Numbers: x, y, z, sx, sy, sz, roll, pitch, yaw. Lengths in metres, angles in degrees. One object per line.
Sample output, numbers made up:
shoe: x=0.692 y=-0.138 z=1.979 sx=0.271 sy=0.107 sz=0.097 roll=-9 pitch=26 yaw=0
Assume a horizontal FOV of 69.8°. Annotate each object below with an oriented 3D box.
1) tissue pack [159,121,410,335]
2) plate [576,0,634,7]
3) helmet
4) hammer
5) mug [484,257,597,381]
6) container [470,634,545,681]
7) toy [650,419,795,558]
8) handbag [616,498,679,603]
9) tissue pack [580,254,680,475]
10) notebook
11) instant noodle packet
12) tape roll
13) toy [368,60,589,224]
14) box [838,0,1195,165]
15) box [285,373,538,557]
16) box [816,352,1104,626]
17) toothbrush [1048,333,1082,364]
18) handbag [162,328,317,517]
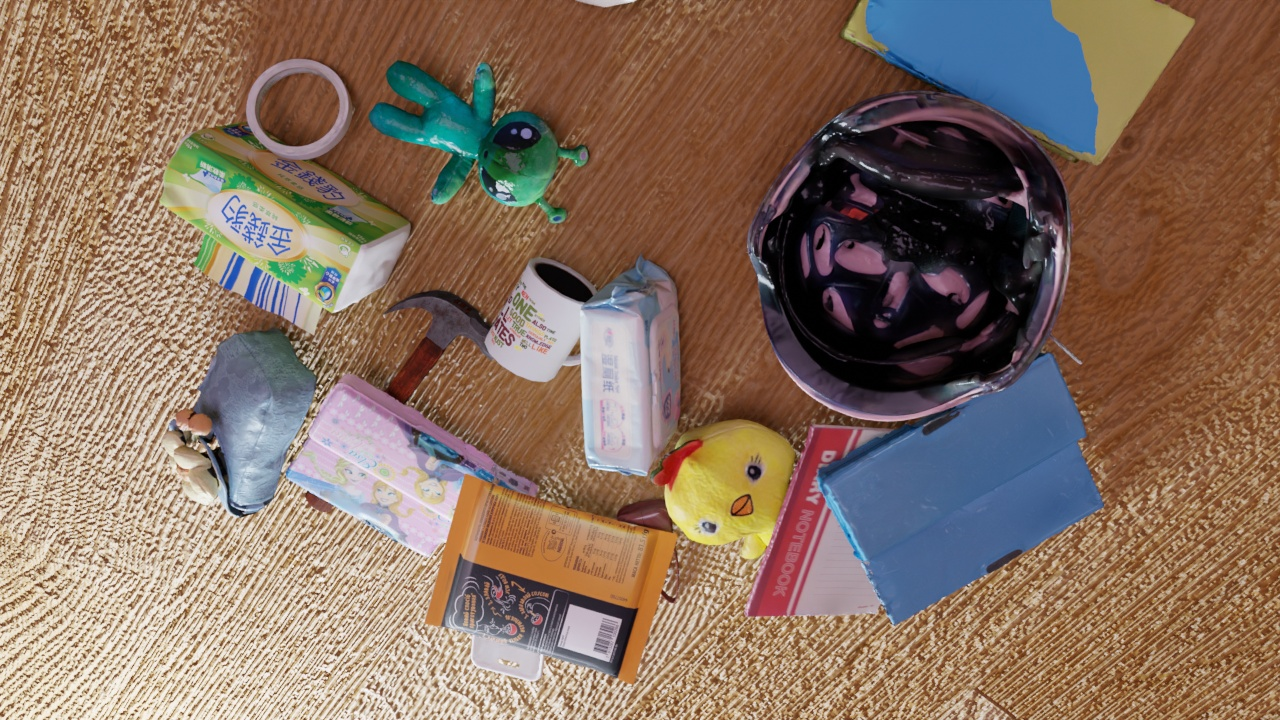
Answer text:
tissue pack: x=-0.340 y=-0.111 z=0.861 sx=0.198 sy=0.120 sz=0.142 roll=35 pitch=114 yaw=5
plate: x=-0.038 y=-0.372 z=0.703 sx=0.189 sy=0.027 sz=0.189 roll=17 pitch=120 yaw=32
helmet: x=0.210 y=-0.084 z=0.725 sx=0.230 sy=0.152 sz=0.256 roll=22 pitch=116 yaw=16
hammer: x=-0.263 y=0.051 z=0.946 sx=0.111 sy=0.028 sz=0.301 roll=39 pitch=113 yaw=-5
mug: x=-0.078 y=-0.033 z=0.858 sx=0.105 sy=0.073 sz=0.090 roll=22 pitch=115 yaw=-25
container: x=-0.132 y=0.271 z=0.985 sx=0.081 sy=0.049 sz=0.129 roll=12 pitch=112 yaw=7
toy: x=0.105 y=0.125 z=0.867 sx=0.207 sy=0.092 sz=0.134 roll=34 pitch=111 yaw=-14
handbag: x=0.018 y=0.200 z=0.944 sx=0.055 sy=0.029 sz=0.120 roll=-13 pitch=112 yaw=14
tissue pack: x=-0.005 y=0.005 z=0.828 sx=0.070 sy=0.111 sz=0.182 roll=7 pitch=112 yaw=19
notebook: x=0.191 y=0.155 z=0.858 sx=0.153 sy=0.012 sz=0.209 roll=5 pitch=114 yaw=-22
instant noodle packet: x=-0.090 y=0.219 z=0.917 sx=0.221 sy=0.032 sz=0.160 roll=16 pitch=96 yaw=0
tape roll: x=-0.311 y=-0.229 z=0.838 sx=0.093 sy=0.013 sz=0.093 roll=0 pitch=83 yaw=0
toy: x=-0.140 y=-0.195 z=0.812 sx=0.193 sy=0.072 sz=0.131 roll=26 pitch=115 yaw=-8
box: x=0.275 y=-0.252 z=0.696 sx=0.221 sy=0.080 sz=0.125 roll=27 pitch=109 yaw=4
box: x=-0.242 y=0.130 z=0.949 sx=0.230 sy=0.035 sz=0.160 roll=34 pitch=117 yaw=-12
box: x=0.292 y=0.118 z=0.811 sx=0.231 sy=0.033 sz=0.174 roll=-30 pitch=103 yaw=-1
toothbrush: x=0.311 y=-0.032 z=0.711 sx=0.010 sy=0.181 sz=0.010 roll=29 pitch=109 yaw=-6
handbag: x=-0.411 y=0.064 z=0.925 sx=0.122 sy=0.118 sz=0.192 roll=46 pitch=119 yaw=26
